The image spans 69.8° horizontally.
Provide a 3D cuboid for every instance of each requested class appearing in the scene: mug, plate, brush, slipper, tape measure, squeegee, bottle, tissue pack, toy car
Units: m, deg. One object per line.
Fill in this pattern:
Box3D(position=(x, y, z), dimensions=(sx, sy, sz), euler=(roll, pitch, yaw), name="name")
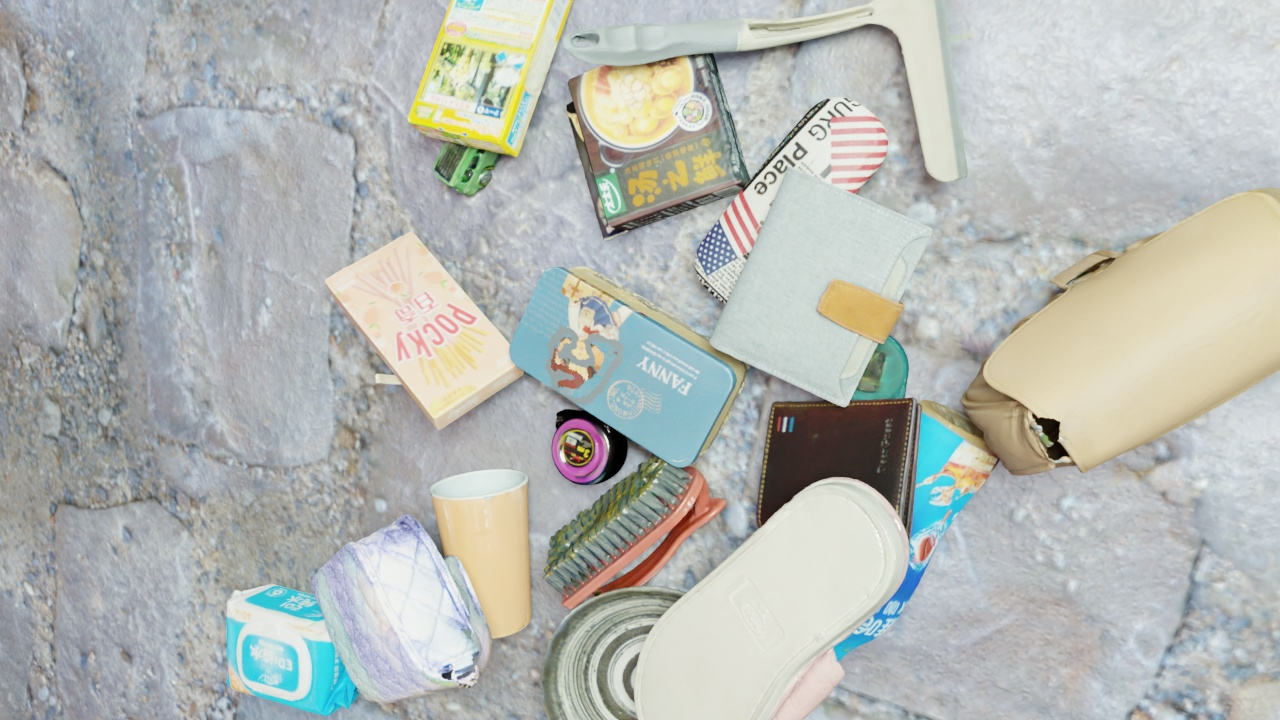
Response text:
Box3D(position=(-0.124, 0.157, 0.745), dimensions=(0.078, 0.078, 0.123), euler=(-1, 101, 23), name="mug")
Box3D(position=(0.012, 0.251, 0.706), dimensions=(0.179, 0.024, 0.179), euler=(2, 103, 10), name="plate")
Box3D(position=(-0.004, 0.131, 0.700), dimensions=(0.069, 0.063, 0.146), euler=(41, 111, -18), name="brush")
Box3D(position=(0.084, 0.182, 0.617), dimensions=(0.114, 0.054, 0.275), euler=(51, 124, 29), name="slipper")
Box3D(position=(0.156, 0.006, 0.633), dimensions=(0.058, 0.025, 0.054), euler=(9, 100, 21), name="tape measure")
Box3D(position=(0.072, -0.219, 0.607), dimensions=(0.247, 0.039, 0.246), euler=(-6, 82, 7), name="squeegee")
Box3D(position=(0.161, 0.132, 0.623), dimensions=(0.065, 0.065, 0.219), euler=(32, 107, 17), name="bottle")
Box3D(position=(-0.321, 0.265, 0.843), dimensions=(0.140, 0.063, 0.090), euler=(6, 98, 22), name="tissue pack")
Box3D(position=(-0.130, -0.176, 0.730), dimensions=(0.043, 0.036, 0.091), euler=(38, 105, 16), name="toy car")
Box3D(position=(-0.039, 0.068, 0.715), dimensions=(0.057, 0.039, 0.058), euler=(2, 92, 23), name="tape measure")

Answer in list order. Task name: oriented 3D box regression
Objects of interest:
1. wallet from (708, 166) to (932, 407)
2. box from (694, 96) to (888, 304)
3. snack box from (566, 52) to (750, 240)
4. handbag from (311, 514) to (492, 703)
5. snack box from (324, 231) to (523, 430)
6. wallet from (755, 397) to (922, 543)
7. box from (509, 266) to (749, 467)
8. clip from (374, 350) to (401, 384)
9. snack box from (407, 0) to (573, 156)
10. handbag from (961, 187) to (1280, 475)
Box3D(position=(0.117, -0.046, 0.600), dimensions=(0.106, 0.037, 0.130), euler=(26, 105, 8), name="wallet")
Box3D(position=(0.104, -0.108, 0.638), dimensions=(0.164, 0.057, 0.071), euler=(-48, 62, 18), name="box")
Box3D(position=(0.005, -0.160, 0.669), dimensions=(0.126, 0.053, 0.113), euler=(-17, 89, 18), name="snack box")
Box3D(position=(-0.194, 0.204, 0.735), dimensions=(0.194, 0.075, 0.134), euler=(-36, 80, 55), name="handbag")
Box3D(position=(-0.172, -0.027, 0.733), dimensions=(0.084, 0.026, 0.157), euler=(-35, 70, -22), name="snack box")
Box3D(position=(0.131, 0.074, 0.614), dimensions=(0.122, 0.020, 0.096), euler=(-5, 74, 52), name="wallet")
Box3D(position=(-0.004, 0.004, 0.683), dimensions=(0.184, 0.059, 0.090), euler=(30, 107, 19), name="box")
Box3D(position=(-0.174, 0.003, 0.751), dimensions=(0.103, 0.092, 0.035), euler=(6, 97, 33), name="clip")
Box3D(position=(-0.113, -0.231, 0.697), dimensions=(0.087, 0.033, 0.140), euler=(16, 83, 21), name="snack box")
Box3D(position=(0.278, -0.015, 0.510), dimensions=(0.205, 0.147, 0.100), euler=(-35, 84, 13), name="handbag")
